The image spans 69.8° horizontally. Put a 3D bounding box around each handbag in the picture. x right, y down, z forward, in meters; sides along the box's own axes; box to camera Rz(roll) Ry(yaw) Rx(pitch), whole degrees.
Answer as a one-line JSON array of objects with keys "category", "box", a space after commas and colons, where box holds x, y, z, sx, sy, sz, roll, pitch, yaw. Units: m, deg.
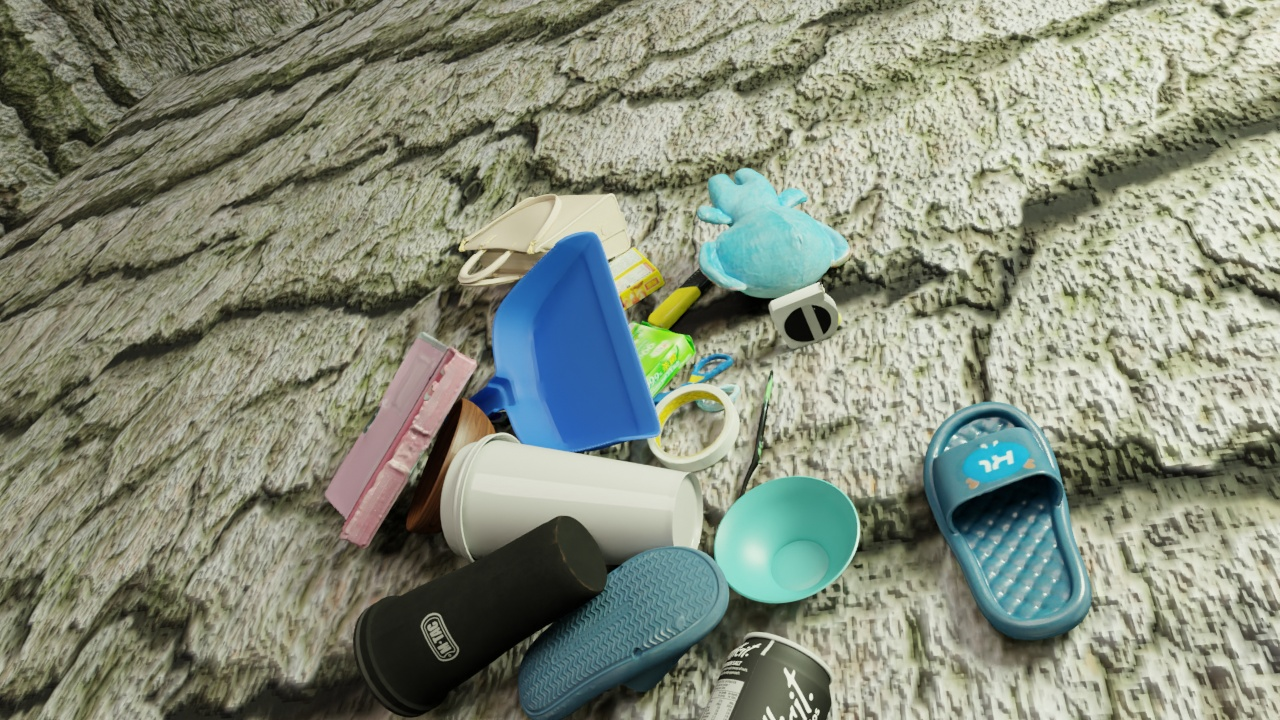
[{"category": "handbag", "box": [-0.146, -0.141, 1.178, 0.197, 0.101, 0.195, -35, 28, -34]}]

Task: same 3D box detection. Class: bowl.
[{"category": "bowl", "box": [0.126, 0.158, 0.760, 0.121, 0.046, 0.121, -17, 40, 15]}, {"category": "bowl", "box": [-0.184, 0.120, 0.963, 0.148, 0.069, 0.147, -57, 18, 30]}]

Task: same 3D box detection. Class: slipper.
[{"category": "slipper", "box": [-0.015, 0.228, 0.761, 0.214, 0.059, 0.103, -36, 39, 18]}, {"category": "slipper", "box": [0.276, 0.113, 0.708, 0.104, 0.059, 0.213, -17, 41, 18]}]

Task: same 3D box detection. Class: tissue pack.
[{"category": "tissue pack", "box": [-0.006, 0.006, 1.012, 0.113, 0.034, 0.100, -48, 37, -19]}]

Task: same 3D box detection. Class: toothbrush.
[{"category": "toothbrush", "box": [0.115, 0.079, 0.881, 0.017, 0.014, 0.187, 4, 48, 17]}]

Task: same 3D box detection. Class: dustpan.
[{"category": "dustpan", "box": [-0.117, 0.024, 1.006, 0.258, 0.059, 0.245, -35, 62, 35]}]

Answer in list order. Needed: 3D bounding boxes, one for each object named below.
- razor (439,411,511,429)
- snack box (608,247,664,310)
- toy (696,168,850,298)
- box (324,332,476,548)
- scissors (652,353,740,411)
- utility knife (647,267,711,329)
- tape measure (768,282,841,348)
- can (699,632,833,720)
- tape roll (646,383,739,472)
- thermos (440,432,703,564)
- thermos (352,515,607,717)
[{"category": "razor", "box": [-0.210, 0.072, 1.087, 0.141, 0.018, 0.043, -8, 43, 25]}, {"category": "snack box", "box": [-0.051, -0.079, 1.146, 0.152, 0.025, 0.075, -33, 39, -5]}, {"category": "toy", "box": [0.132, -0.140, 1.037, 0.183, 0.115, 0.180, -16, 54, -18]}, {"category": "box", "box": [-0.270, 0.085, 1.036, 0.232, 0.050, 0.180, -59, 27, -4]}, {"category": "scissors", "box": [0.047, 0.042, 0.967, 0.132, 0.020, 0.097, -31, 36, 0]}, {"category": "utility knife", "box": [0.077, -0.101, 1.095, 0.186, 0.020, 0.029, -46, 43, -18]}, {"category": "tape measure", "box": [0.170, -0.046, 0.940, 0.064, 0.065, 0.016, -21, 39, 14]}, {"category": "can", "box": [0.076, 0.272, 0.639, 0.080, 0.080, 0.145, 6, 50, 36]}, {"category": "tape roll", "box": [0.052, 0.067, 0.918, 0.094, 0.019, 0.093, -16, 49, 19]}, {"category": "thermos", "box": [-0.061, 0.137, 0.848, 0.222, 0.132, 0.131, 1, 47, 22]}, {"category": "thermos", "box": [-0.136, 0.214, 0.783, 0.219, 0.106, 0.105, -32, 37, 17]}]
